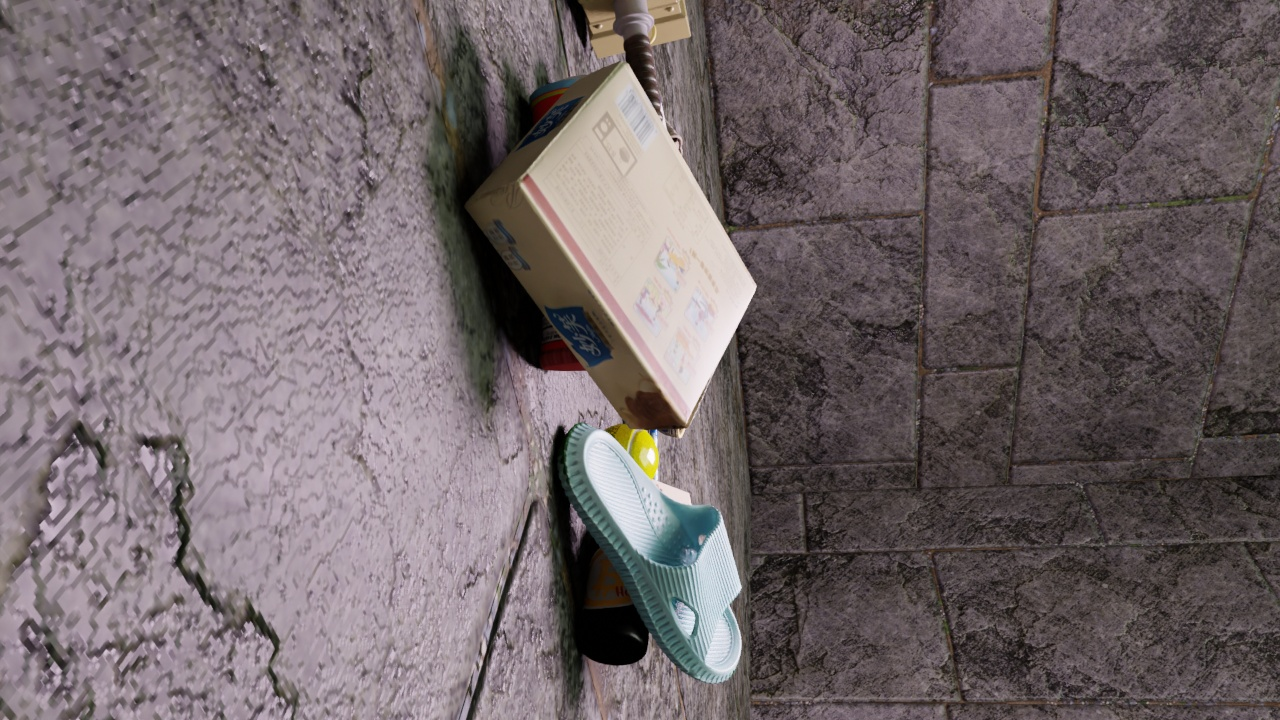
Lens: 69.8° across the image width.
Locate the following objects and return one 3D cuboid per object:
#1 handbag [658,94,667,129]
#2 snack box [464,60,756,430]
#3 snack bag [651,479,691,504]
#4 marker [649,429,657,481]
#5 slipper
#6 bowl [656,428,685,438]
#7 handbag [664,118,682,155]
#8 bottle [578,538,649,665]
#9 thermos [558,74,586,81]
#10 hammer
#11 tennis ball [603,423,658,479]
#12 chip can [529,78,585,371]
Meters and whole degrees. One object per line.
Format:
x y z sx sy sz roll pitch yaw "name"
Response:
-0.007 -0.175 0.983 0.151 0.074 0.175 74 15 -54 "handbag"
-0.008 -0.076 0.638 0.207 0.055 0.152 55 46 -28 "snack box"
0.019 0.194 0.964 0.206 0.070 0.094 75 14 -69 "snack bag"
0.018 0.114 1.219 0.013 0.013 0.141 56 32 -72 "marker"
0.025 0.163 0.783 0.276 0.070 0.115 57 31 -16 "slipper"
0.030 0.036 1.149 0.112 0.061 0.112 12 89 -80 "bowl"
0.030 -0.255 1.212 0.185 0.047 0.124 -107 -169 -62 "handbag"
-0.017 0.181 0.835 0.181 0.059 0.059 -84 167 -45 "bottle"
-0.038 -0.147 0.849 0.052 0.052 0.224 -82 165 -50 "thermos"
0.002 -0.264 0.868 0.190 0.101 0.324 44 36 -76 "hammer"
-0.016 0.092 0.854 0.065 0.065 0.065 -3 89 -81 "tennis ball"
-0.041 -0.101 0.716 0.087 0.087 0.213 24 62 -79 "chip can"
